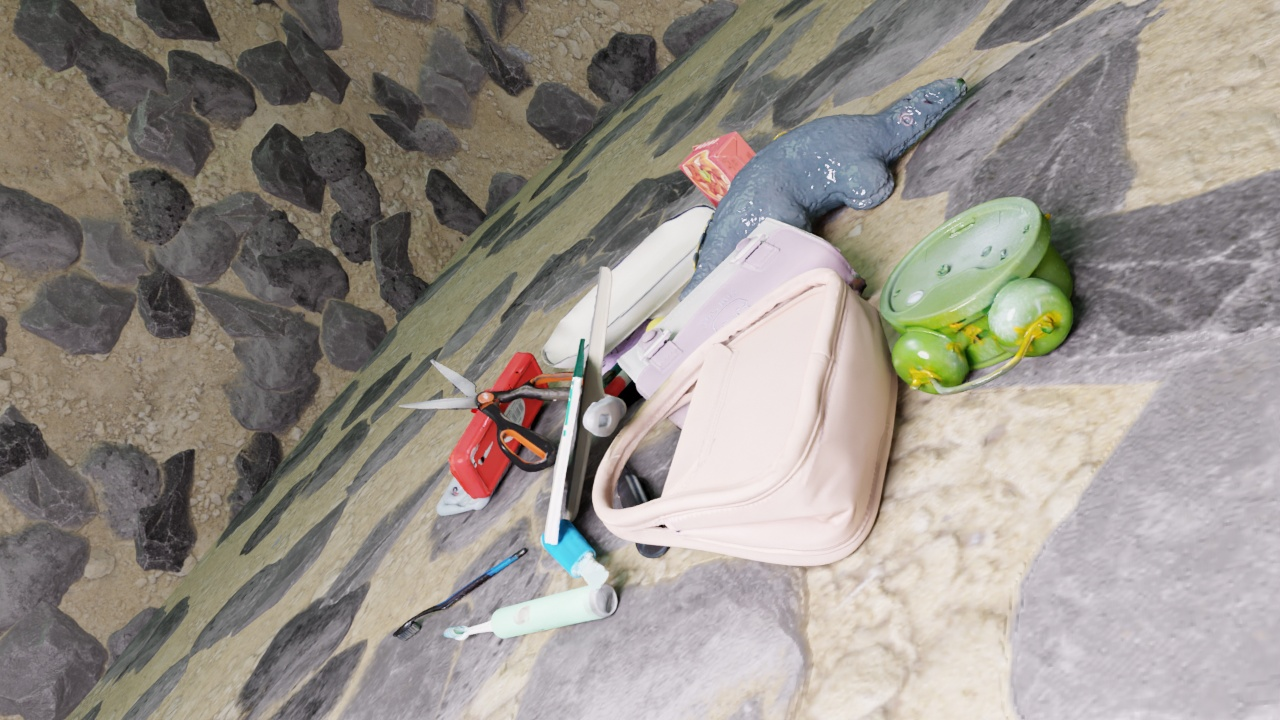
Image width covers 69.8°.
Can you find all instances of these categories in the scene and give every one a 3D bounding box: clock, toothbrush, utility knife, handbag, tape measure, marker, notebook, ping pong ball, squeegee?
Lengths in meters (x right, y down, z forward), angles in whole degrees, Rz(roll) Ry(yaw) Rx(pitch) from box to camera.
[{"bbox_3d":[0.217,-0.037,0.590,0.116,0.056,0.160,-30,23,39],"label":"clock"},{"bbox_3d":[-0.098,0.215,0.765,0.225,0.027,0.026,-27,54,44],"label":"toothbrush"},{"bbox_3d":[-0.054,0.162,0.763,0.034,0.018,0.209,-44,10,-10],"label":"utility knife"},{"bbox_3d":[0.085,-0.026,0.799,0.197,0.098,0.145,-45,24,0],"label":"handbag"},{"bbox_3d":[-0.027,0.023,1.033,0.058,0.025,0.054,-46,17,0],"label":"tape measure"},{"bbox_3d":[-0.183,0.238,0.928,0.190,0.016,0.014,-35,11,19],"label":"toothbrush"},{"bbox_3d":[0.011,0.021,0.965,0.132,0.020,0.022,-36,21,27],"label":"marker"},{"bbox_3d":[-0.069,0.067,0.874,0.209,0.012,0.150,-104,25,-79],"label":"notebook"},{"bbox_3d":[-0.006,0.006,0.995,0.017,0.017,0.144,-30,11,38],"label":"marker"},{"bbox_3d":[0.054,0.053,0.636,0.235,0.093,0.192,-21,33,37],"label":"handbag"},{"bbox_3d":[0.026,-0.028,1.005,0.040,0.040,0.040,-39,19,16],"label":"ping pong ball"},{"bbox_3d":[-0.007,0.113,0.798,0.027,0.026,0.212,-10,16,-6],"label":"toothbrush"},{"bbox_3d":[-0.030,0.038,0.759,0.246,0.039,0.246,-154,72,-86],"label":"squeegee"}]

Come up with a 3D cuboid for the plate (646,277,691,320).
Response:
[{"bbox_3d":[0.089,-0.102,1.040,0.163,0.034,0.165,-53,20,-24],"label":"plate"}]

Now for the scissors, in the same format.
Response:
[{"bbox_3d":[-0.159,0.053,1.064,0.220,0.022,0.230,-16,45,-19],"label":"scissors"}]

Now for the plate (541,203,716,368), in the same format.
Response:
[{"bbox_3d":[-0.007,-0.081,1.074,0.265,0.034,0.162,-44,21,-2],"label":"plate"}]

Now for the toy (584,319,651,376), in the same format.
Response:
[{"bbox_3d":[-0.023,-0.017,1.090,0.108,0.039,0.084,-44,27,-3],"label":"toy"}]

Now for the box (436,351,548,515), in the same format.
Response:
[{"bbox_3d":[-0.193,0.090,1.138,0.100,0.112,0.200,-3,39,26],"label":"box"}]

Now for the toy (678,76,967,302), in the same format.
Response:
[{"bbox_3d":[0.165,-0.176,0.923,0.356,0.091,0.138,-37,32,-2],"label":"toy"}]

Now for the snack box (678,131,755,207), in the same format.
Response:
[{"bbox_3d":[0.110,-0.211,1.104,0.044,0.113,0.127,-49,18,-10],"label":"snack box"}]
